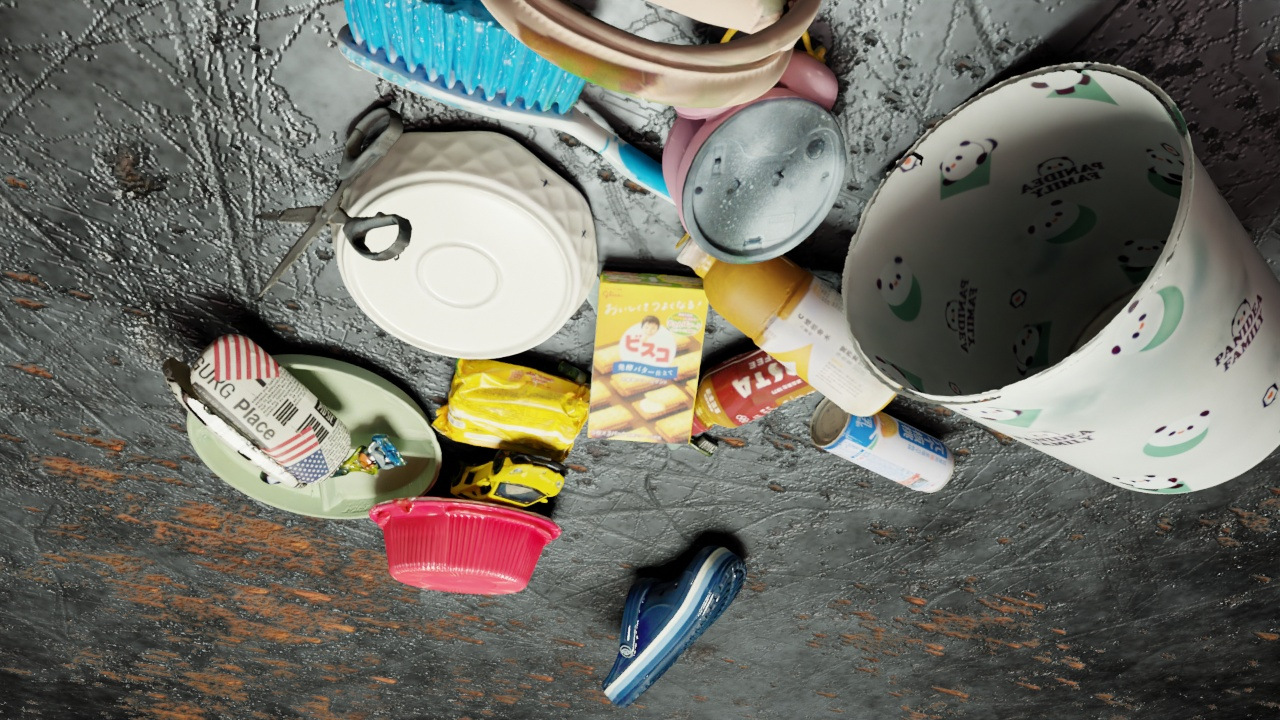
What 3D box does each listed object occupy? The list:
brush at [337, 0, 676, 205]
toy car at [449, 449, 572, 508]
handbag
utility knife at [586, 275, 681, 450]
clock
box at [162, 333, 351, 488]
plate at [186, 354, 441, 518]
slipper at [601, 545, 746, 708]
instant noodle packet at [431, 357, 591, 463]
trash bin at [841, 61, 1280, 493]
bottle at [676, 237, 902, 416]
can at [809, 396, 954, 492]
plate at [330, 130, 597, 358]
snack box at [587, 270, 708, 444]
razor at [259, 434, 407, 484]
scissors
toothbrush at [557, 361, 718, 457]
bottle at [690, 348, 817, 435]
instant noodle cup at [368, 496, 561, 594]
[{"bbox_3d":[-0.044,-0.169,0.601,0.314,0.060,0.110,15,139,-18],"label":"brush"},{"bbox_3d":[-0.127,0.115,0.866,0.071,0.041,0.156,23,154,-30],"label":"toy car"},{"bbox_3d":[0.001,-0.195,0.439,0.193,0.233,0.094,11,133,-11],"label":"handbag"},{"bbox_3d":[-0.005,0.005,0.796,0.029,0.013,0.222,-19,127,14],"label":"utility knife"},{"bbox_3d":[0.072,-0.143,0.596,0.117,0.059,0.159,-10,130,-19],"label":"clock"},{"bbox_3d":[-0.318,0.043,0.781,0.087,0.076,0.162,-36,127,-4],"label":"box"},{"bbox_3d":[-0.302,0.075,0.863,0.230,0.027,0.231,0,136,-1],"label":"plate"},{"bbox_3d":[0.027,0.290,1.043,0.095,0.104,0.253,41,117,16],"label":"slipper"},{"bbox_3d":[-0.114,0.042,0.815,0.128,0.044,0.111,15,139,-12],"label":"instant noodle packet"},{"bbox_3d":[0.307,-0.034,0.628,0.251,0.229,0.230,27,130,-33],"label":"trash bin"},{"bbox_3d":[0.113,-0.035,0.688,0.189,0.067,0.068,37,130,1],"label":"bottle"},{"bbox_3d":[0.224,0.078,0.848,0.134,0.053,0.053,24,131,-23],"label":"can"},{"bbox_3d":[-0.134,-0.075,0.694,0.205,0.045,0.205,1,135,1],"label":"plate"},{"bbox_3d":[0.005,-0.001,0.749,0.087,0.033,0.140,5,111,-4],"label":"snack box"},{"bbox_3d":[-0.292,0.100,0.853,0.143,0.022,0.043,-11,132,12],"label":"razor"},{"bbox_3d":[-0.214,-0.101,0.640,0.014,0.159,0.181,15,114,-53],"label":"scissors"},{"bbox_3d":[0.002,0.045,0.844,0.185,0.012,0.017,31,122,-28],"label":"toothbrush"},{"bbox_3d":[0.109,0.014,0.779,0.175,0.057,0.057,-26,130,24],"label":"bottle"},{"bbox_3d":[-0.176,0.190,0.911,0.194,0.065,0.194,3,157,1],"label":"instant noodle cup"}]
